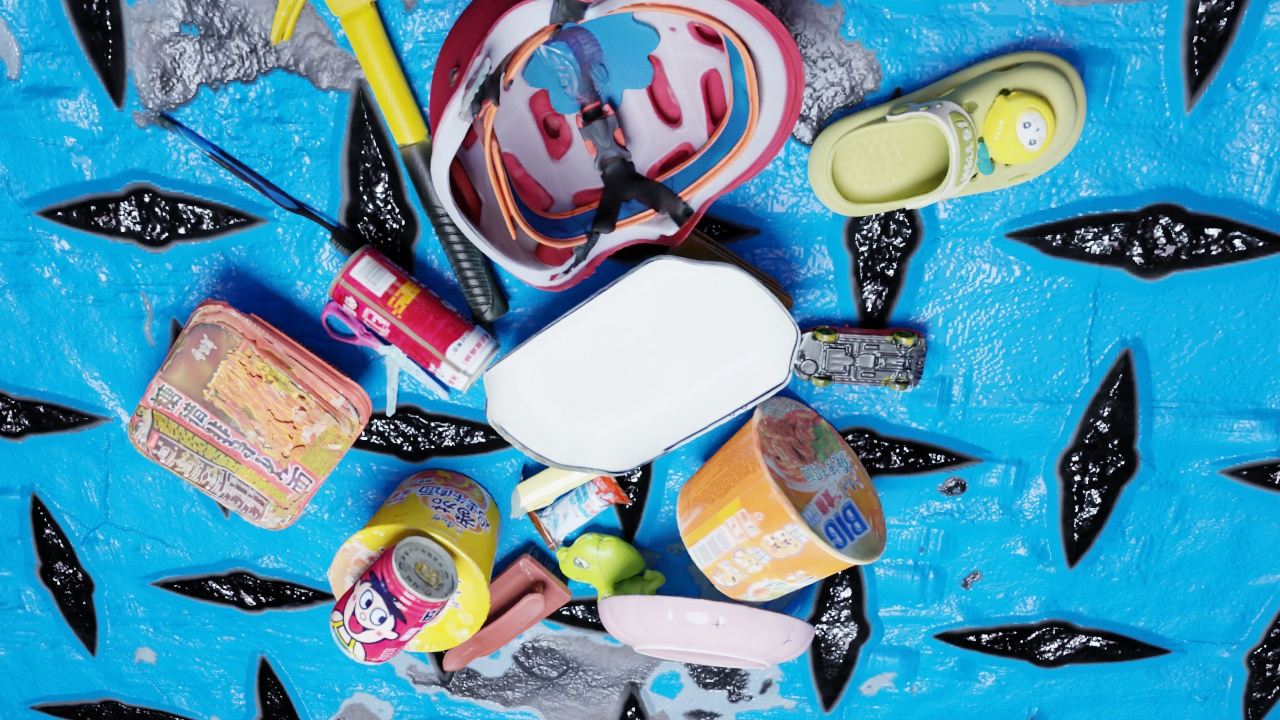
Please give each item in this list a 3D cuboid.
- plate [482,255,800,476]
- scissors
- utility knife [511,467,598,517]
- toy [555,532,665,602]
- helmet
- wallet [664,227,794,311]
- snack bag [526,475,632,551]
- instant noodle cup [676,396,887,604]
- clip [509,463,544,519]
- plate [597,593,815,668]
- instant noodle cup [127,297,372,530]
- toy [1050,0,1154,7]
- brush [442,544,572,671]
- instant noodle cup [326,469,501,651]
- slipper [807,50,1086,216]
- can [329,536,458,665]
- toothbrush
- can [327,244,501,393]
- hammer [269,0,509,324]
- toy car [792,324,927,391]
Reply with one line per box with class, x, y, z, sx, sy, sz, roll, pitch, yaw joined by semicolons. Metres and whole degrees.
plate;-0.004;0.004;0.720;0.266;0.034;0.162;-32;123;30
scissors;-0.219;-0.011;0.788;0.130;0.017;0.133;12;116;0
utility knife;-0.033;0.087;0.802;0.190;0.020;0.031;-26;98;12
toy;-0.027;0.198;0.863;0.097;0.031;0.100;-8;120;11
helmet;-0.028;-0.178;0.605;0.240;0.143;0.207;-24;142;6
wallet;0.050;-0.027;0.742;0.119;0.035;0.131;33;119;-6
snack bag;-0.057;0.134;0.837;0.104;0.026;0.048;-32;94;19
instant noodle cup;0.109;0.121;0.750;0.151;0.151;0.112;40;122;-13
clip;-0.107;0.123;0.840;0.043;0.026;0.058;17;121;-10
plate;0.056;0.243;0.807;0.192;0.039;0.193;7;158;3
instant noodle cup;-0.329;0.040;0.792;0.164;0.079;0.189;37;116;-12
toy;0.262;-0.293;0.547;0.356;0.091;0.138;25;105;-9
brush;-0.136;0.244;0.878;0.146;0.069;0.063;-40;105;23
instant noodle cup;-0.191;0.172;0.825;0.138;0.109;0.138;3;117;5
slipper;0.212;-0.144;0.635;0.191;0.081;0.092;-14;117;16
can;-0.197;0.192;0.737;0.066;0.066;0.094;39;114;-13
toothbrush;-0.303;-0.137;0.737;0.189;0.014;0.016;34;139;-10
can;-0.179;-0.032;0.733;0.133;0.053;0.053;37;115;-5
hammer;-0.172;-0.166;0.695;0.129;0.032;0.301;-15;114;14
toy car;0.174;-0.005;0.735;0.106;0.031;0.049;1;116;5
